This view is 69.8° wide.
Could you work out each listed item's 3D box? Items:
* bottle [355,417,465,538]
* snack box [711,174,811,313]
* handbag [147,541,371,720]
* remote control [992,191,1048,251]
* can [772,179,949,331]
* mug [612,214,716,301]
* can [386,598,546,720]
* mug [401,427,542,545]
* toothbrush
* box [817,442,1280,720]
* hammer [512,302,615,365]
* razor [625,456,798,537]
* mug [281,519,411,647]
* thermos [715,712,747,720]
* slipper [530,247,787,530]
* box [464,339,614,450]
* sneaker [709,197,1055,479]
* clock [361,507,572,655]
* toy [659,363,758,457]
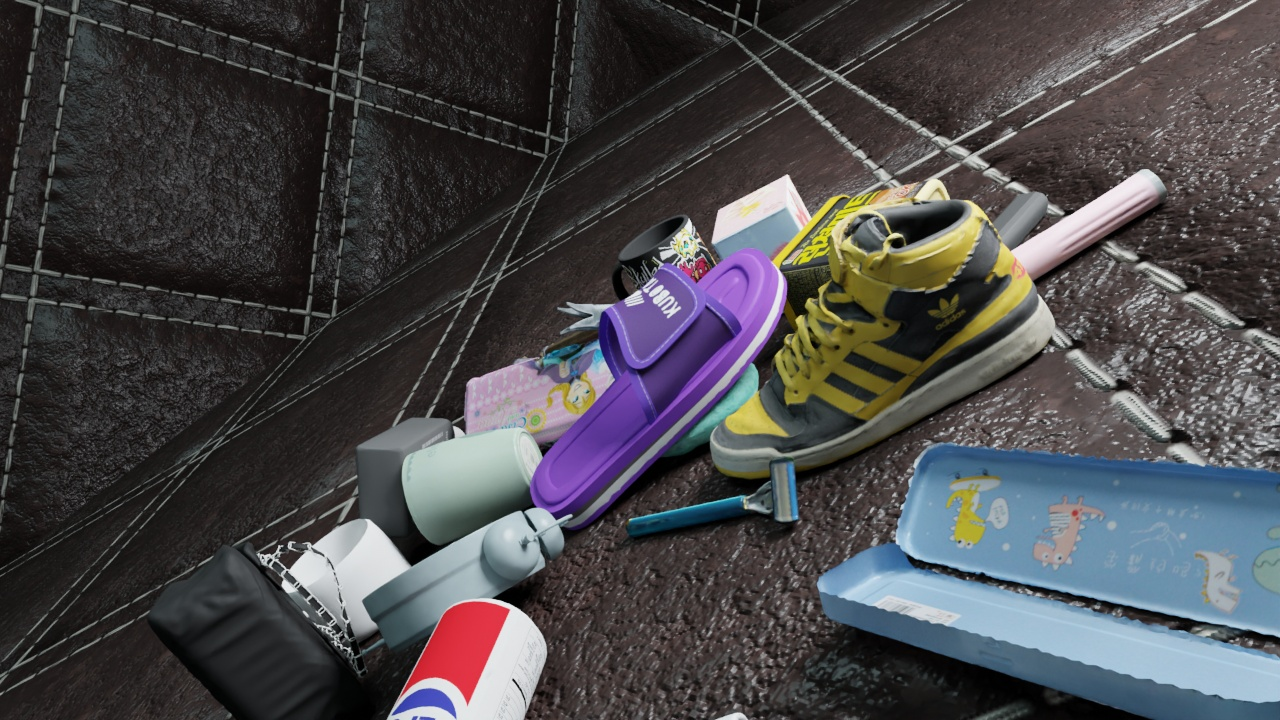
[{"bbox_3d":[-0.212,0.101,0.883,0.046,0.084,0.173,1,10,9],"label":"bottle"},{"bbox_3d":[0.124,-0.104,0.854,0.080,0.093,0.094,-25,21,21],"label":"snack box"},{"bbox_3d":[-0.260,0.192,0.665,0.114,0.153,0.125,-44,17,-20],"label":"handbag"},{"bbox_3d":[0.263,-0.082,0.702,0.146,0.015,0.033,-42,21,-24],"label":"remote control"},{"bbox_3d":[0.186,-0.084,0.747,0.101,0.072,0.130,-4,34,50],"label":"can"},{"bbox_3d":[0.023,-0.081,0.948,0.118,0.098,0.081,-17,25,39],"label":"mug"},{"bbox_3d":[-0.103,0.202,0.515,0.070,0.070,0.131,-24,21,24],"label":"can"},{"bbox_3d":[-0.136,0.104,0.805,0.104,0.084,0.111,-20,-7,9],"label":"mug"},{"bbox_3d":[0.261,-0.064,0.642,0.222,0.027,0.026,-32,48,4],"label":"toothbrush"},{"bbox_3d":[0.181,0.091,0.389,0.124,0.043,0.210,-42,21,-26],"label":"box"},{"bbox_3d":[-0.067,-0.016,0.960,0.146,0.028,0.318,-3,-8,-27],"label":"hammer"},{"bbox_3d":[0.046,0.099,0.607,0.144,0.022,0.042,-22,58,40],"label":"razor"},{"bbox_3d":[-0.251,0.194,0.767,0.115,0.068,0.094,-44,22,-28],"label":"mug"},{"bbox_3d":[-0.045,0.218,0.363,0.220,0.099,0.099,-26,20,9],"label":"thermos"},{"bbox_3d":[-0.004,0.004,0.706,0.266,0.084,0.107,-48,30,2],"label":"slipper"},{"bbox_3d":[-0.054,0.037,0.847,0.231,0.071,0.084,-17,63,26],"label":"box"},{"bbox_3d":[0.132,-0.018,0.595,0.239,0.122,0.086,-28,19,13],"label":"sneaker"},{"bbox_3d":[-0.116,0.147,0.634,0.159,0.045,0.122,-31,-8,10],"label":"clock"},{"bbox_3d":[0.058,0.033,0.725,0.085,0.033,0.105,-22,26,45],"label":"toy"}]
